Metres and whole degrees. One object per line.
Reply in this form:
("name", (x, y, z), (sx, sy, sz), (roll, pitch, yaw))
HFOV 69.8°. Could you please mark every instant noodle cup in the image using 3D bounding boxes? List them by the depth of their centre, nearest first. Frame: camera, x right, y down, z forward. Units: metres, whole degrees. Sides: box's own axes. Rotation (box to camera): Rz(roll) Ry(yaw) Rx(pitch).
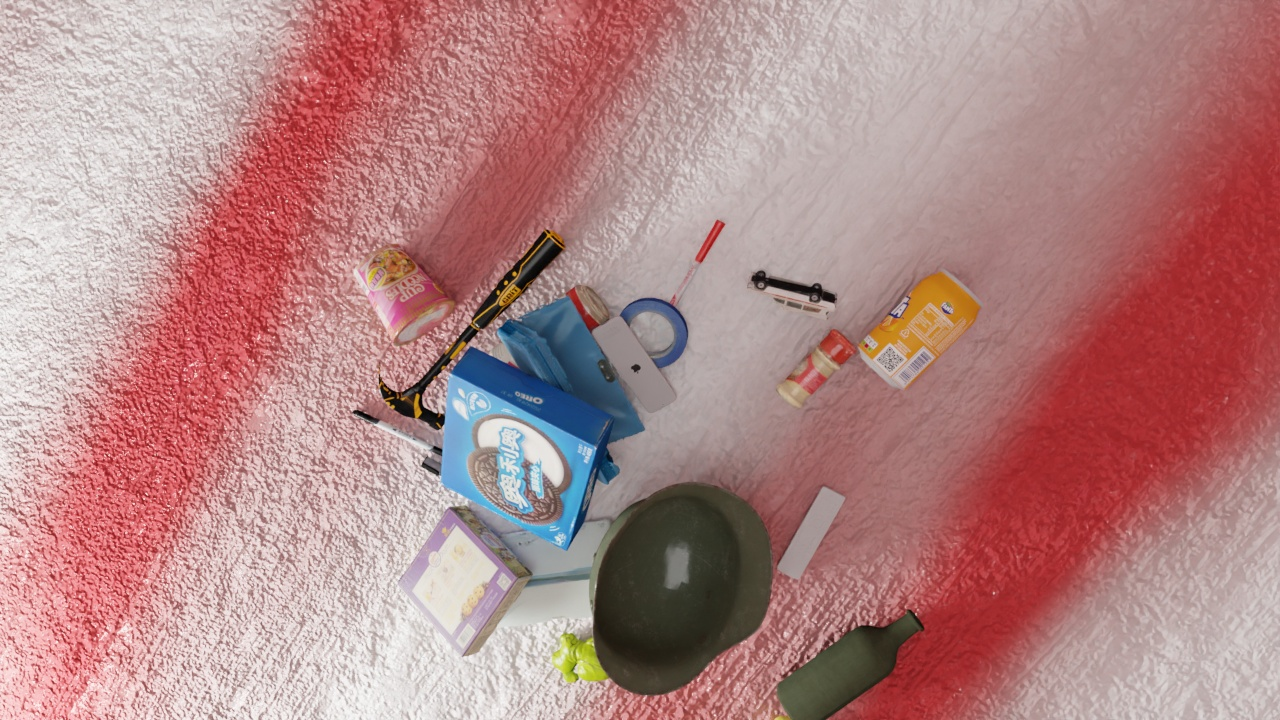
("instant noodle cup", (-0.313, -0.090, 1.198), (0.098, 0.097, 0.108), (-38, 85, 12))

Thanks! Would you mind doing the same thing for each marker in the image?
("marker", (0.067, -0.116, 1.174), (0.013, 0.012, 0.142), (31, 102, 2))
("marker", (-0.236, 0.172, 1.263), (0.140, 0.016, 0.016), (29, 102, 3))
("marker", (-0.330, 0.102, 1.268), (0.152, 0.011, 0.011), (24, 102, 4))

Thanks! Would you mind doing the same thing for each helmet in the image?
("helmet", (0.026, 0.278, 1.162), (0.227, 0.154, 0.267), (23, 83, -18))

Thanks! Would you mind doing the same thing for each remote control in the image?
("remote control", (-0.007, 0.007, 1.177), (0.045, 0.008, 0.147), (-30, 117, 12))
("remote control", (0.223, 0.226, 1.204), (0.033, 0.012, 0.131), (27, 102, 1))

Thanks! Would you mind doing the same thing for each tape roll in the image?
("tape roll", (0.014, -0.035, 1.183), (0.091, 0.016, 0.093), (-22, 104, 15))

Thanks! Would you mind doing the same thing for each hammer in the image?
("hammer", (-0.217, -0.048, 1.202), (0.123, 0.036, 0.321), (38, 100, -30))

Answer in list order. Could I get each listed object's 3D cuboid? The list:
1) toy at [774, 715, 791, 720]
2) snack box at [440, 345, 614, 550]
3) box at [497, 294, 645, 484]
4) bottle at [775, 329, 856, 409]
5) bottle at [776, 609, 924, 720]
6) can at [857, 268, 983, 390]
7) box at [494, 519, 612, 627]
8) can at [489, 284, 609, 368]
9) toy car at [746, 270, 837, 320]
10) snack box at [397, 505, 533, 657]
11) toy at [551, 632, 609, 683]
("toy", (0.146, 0.597, 1.241), (0.214, 0.084, 0.149), (-31, 92, 9))
("snack box", (-0.147, 0.114, 1.133), (0.195, 0.056, 0.239), (26, 138, 8))
("box", (-0.074, 0.033, 1.153), (0.102, 0.094, 0.231), (-37, 120, -15))
("bottle", (0.221, 0.011, 1.155), (0.044, 0.044, 0.109), (43, 103, 0))
("bottle", (0.277, 0.396, 1.194), (0.207, 0.071, 0.071), (-40, 91, 12))
("can", (0.338, -0.037, 1.111), (0.079, 0.079, 0.143), (43, 102, 0))
("box", (-0.122, 0.296, 1.256), (0.197, 0.049, 0.136), (-9, 97, 10))
("can", (-0.121, -0.027, 1.188), (0.170, 0.067, 0.067), (-36, 92, 13))
("toy car", (0.188, -0.080, 1.150), (0.113, 0.039, 0.039), (14, 122, 7))
("snack box", (-0.241, 0.298, 1.247), (0.148, 0.040, 0.143), (40, 103, 23))
("toy", (-0.073, 0.410, 1.268), (0.093, 0.036, 0.094), (28, 103, 10))
